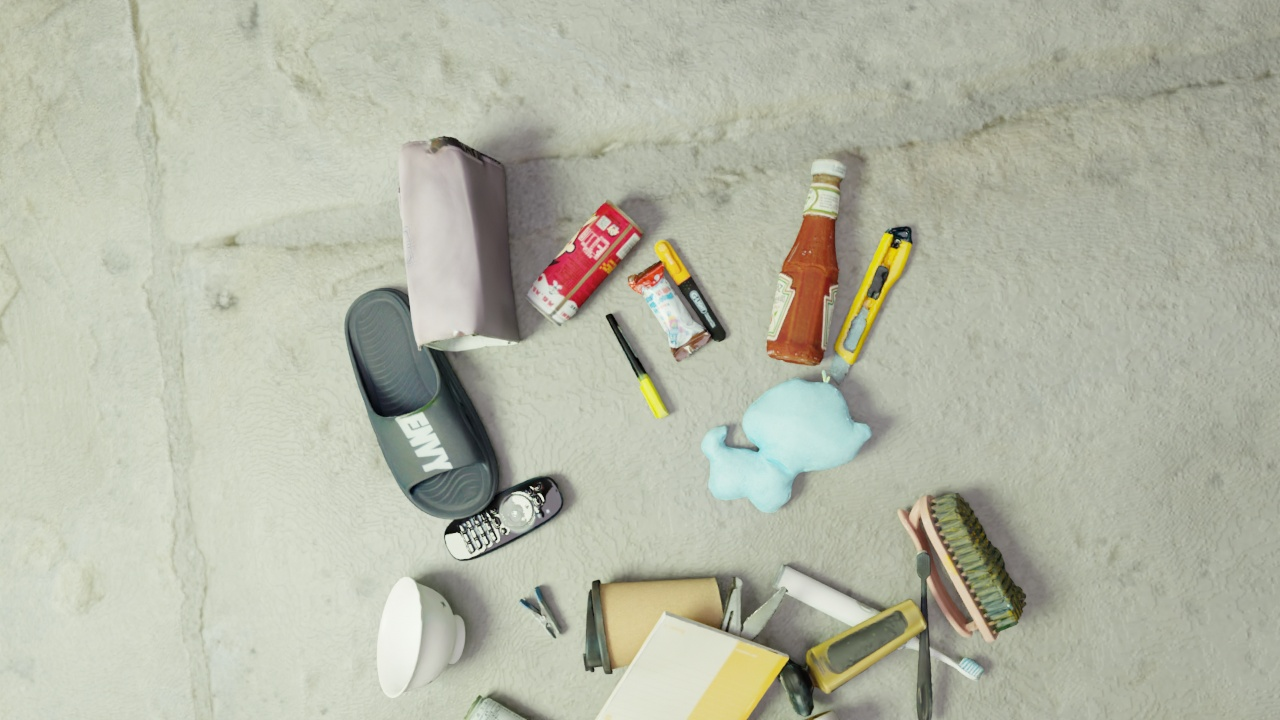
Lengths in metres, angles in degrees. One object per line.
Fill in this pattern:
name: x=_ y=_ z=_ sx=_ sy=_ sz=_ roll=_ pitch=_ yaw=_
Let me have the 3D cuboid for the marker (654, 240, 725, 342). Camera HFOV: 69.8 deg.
marker: x=0.052 y=-0.073 z=0.959 sx=0.018 sy=0.015 sz=0.124 roll=-33 pitch=87 yaw=9

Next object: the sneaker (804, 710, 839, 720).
sneaker: x=0.116 y=0.439 z=0.895 sx=0.241 sy=0.118 sz=0.088 roll=-43 pitch=67 yaw=10

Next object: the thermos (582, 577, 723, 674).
thermos: x=0.010 y=0.261 z=0.923 sx=0.143 sy=0.093 sz=0.093 roll=-8 pitch=88 yaw=-2

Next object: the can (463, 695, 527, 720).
can: x=-0.117 y=0.406 z=0.945 sx=0.147 sy=0.058 sz=0.058 roll=27 pitch=92 yaw=6

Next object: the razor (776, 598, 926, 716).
razor: x=0.204 y=0.285 z=0.894 sx=0.168 sy=0.067 sz=0.062 roll=-38 pitch=58 yaw=19

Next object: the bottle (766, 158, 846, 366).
bottle: x=0.172 y=-0.099 z=0.924 sx=0.060 sy=0.059 sz=0.206 roll=10 pitch=90 yaw=7

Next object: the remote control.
remote control: x=-0.143 y=0.167 z=0.971 sx=0.136 sy=0.024 sz=0.053 roll=-27 pitch=79 yaw=5

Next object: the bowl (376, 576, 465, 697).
bowl: x=-0.221 y=0.287 z=0.950 sx=0.064 sy=0.118 sz=0.118 roll=15 pitch=90 yaw=-32

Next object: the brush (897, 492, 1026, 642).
brush: x=0.312 y=0.200 z=0.902 sx=0.073 sy=0.063 sz=0.145 roll=-33 pitch=83 yaw=35

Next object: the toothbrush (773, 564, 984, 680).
toothbrush: x=0.239 y=0.266 z=0.923 sx=0.221 sy=0.026 sz=0.026 roll=25 pitch=108 yaw=7

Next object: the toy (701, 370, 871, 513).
toy: x=0.145 y=0.080 z=0.928 sx=0.161 sy=0.049 sz=0.156 roll=16 pitch=98 yaw=14

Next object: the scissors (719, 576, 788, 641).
scissors: x=0.070 y=0.310 z=0.905 sx=0.224 sy=0.015 sz=0.189 roll=-28 pitch=114 yaw=3

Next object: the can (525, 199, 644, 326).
can: x=-0.059 y=-0.100 z=0.952 sx=0.053 sy=0.053 sz=0.133 roll=42 pitch=94 yaw=6

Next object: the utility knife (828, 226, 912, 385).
utility knife: x=0.234 y=-0.057 z=0.936 sx=0.033 sy=0.015 sz=0.177 roll=24 pitch=92 yaw=9

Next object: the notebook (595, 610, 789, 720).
notebook: x=0.034 y=0.346 z=0.900 sx=0.146 sy=0.010 sz=0.206 roll=25 pitch=106 yaw=-19

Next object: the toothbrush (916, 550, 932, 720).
toothbrush: x=0.277 y=0.272 z=0.898 sx=0.016 sy=0.018 sz=0.181 roll=-2 pitch=98 yaw=10

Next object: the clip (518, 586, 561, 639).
clip: x=-0.103 y=0.268 z=0.965 sx=0.044 sy=0.027 sz=0.058 roll=-38 pitch=89 yaw=-3

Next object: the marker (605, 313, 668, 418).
marker: x=-0.006 y=0.006 z=0.962 sx=0.015 sy=0.018 sz=0.124 roll=-29 pitch=85 yaw=0

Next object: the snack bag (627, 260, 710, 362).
snack bag: x=0.029 y=-0.053 z=0.955 sx=0.045 sy=0.026 sz=0.105 roll=-33 pitch=87 yaw=2

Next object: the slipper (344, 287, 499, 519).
slipper: x=-0.244 y=0.045 z=0.955 sx=0.111 sy=0.083 sz=0.268 roll=-27 pitch=82 yaw=5

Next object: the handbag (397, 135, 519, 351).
handbag: x=-0.188 y=-0.110 z=0.922 sx=0.098 sy=0.145 sz=0.197 roll=-6 pitch=87 yaw=3
